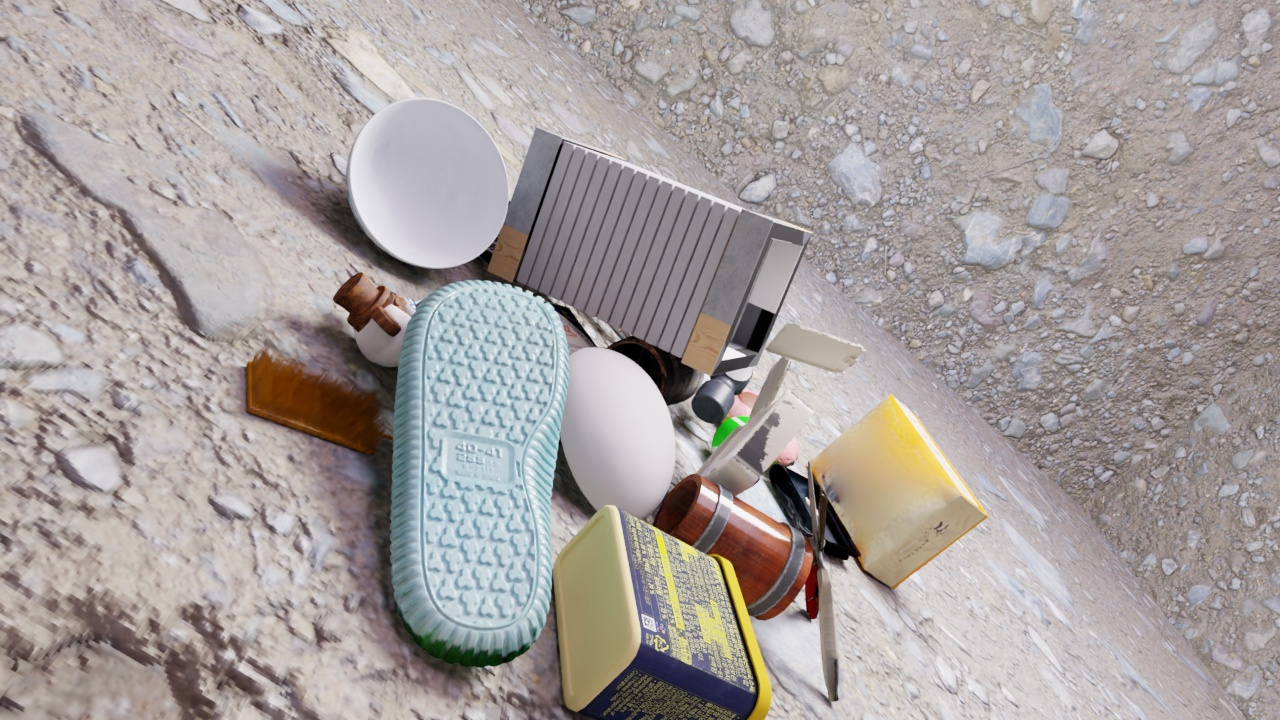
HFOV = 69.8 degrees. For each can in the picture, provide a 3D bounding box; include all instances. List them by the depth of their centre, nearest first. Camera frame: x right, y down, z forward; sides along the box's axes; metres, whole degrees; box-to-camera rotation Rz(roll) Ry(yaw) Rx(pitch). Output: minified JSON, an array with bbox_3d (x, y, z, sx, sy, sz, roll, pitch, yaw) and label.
[{"bbox_3d":[0.008,0.169,0.579,0.104,0.075,0.135,32,22,-25],"label":"can"}]

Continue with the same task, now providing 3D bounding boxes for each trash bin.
[{"bbox_3d":[0.010,-0.105,0.885,0.247,0.142,0.142,26,13,20],"label":"trash bin"}]

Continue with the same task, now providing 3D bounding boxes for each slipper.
[{"bbox_3d":[-0.103,0.060,0.570,0.116,0.070,0.275,17,47,-24],"label":"slipper"}]

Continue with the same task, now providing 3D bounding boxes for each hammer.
[{"bbox_3d":[-0.014,-0.064,1.027,0.322,0.040,0.129,35,49,4],"label":"hammer"}]

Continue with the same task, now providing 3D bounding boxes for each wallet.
[{"bbox_3d":[0.195,0.173,1.037,0.089,0.026,0.115,29,25,-41],"label":"wallet"}]

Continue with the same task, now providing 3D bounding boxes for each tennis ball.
[{"bbox_3d":[0.108,0.091,0.971,0.065,0.065,0.065,38,19,-16],"label":"tennis ball"}]

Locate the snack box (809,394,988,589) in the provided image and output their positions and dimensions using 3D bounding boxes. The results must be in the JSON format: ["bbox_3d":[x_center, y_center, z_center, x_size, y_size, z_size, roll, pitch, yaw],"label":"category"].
[{"bbox_3d":[0.302,0.153,1.121,0.080,0.145,0.195,36,20,-31],"label":"snack box"}]

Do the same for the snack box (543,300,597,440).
[{"bbox_3d":[-0.078,0.005,0.803,0.145,0.043,0.144,53,20,24],"label":"snack box"}]

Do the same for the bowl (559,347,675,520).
[{"bbox_3d":[-0.008,0.056,0.744,0.149,0.043,0.149,40,40,-46],"label":"bowl"}]

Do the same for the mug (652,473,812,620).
[{"bbox_3d":[0.068,0.148,0.767,0.111,0.081,0.117,35,-4,-14],"label":"mug"}]

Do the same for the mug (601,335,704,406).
[{"bbox_3d":[-0.005,0.006,0.928,0.116,0.080,0.107,20,12,19],"label":"mug"}]

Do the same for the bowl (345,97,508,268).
[{"bbox_3d":[-0.197,-0.150,0.807,0.144,0.143,0.074,32,-18,-32],"label":"bowl"}]

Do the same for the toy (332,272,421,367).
[{"bbox_3d":[-0.161,-0.018,0.648,0.112,0.067,0.087,49,-3,-29],"label":"toy"}]

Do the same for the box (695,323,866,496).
[{"bbox_3d":[0.106,0.045,0.833,0.080,0.180,0.144,43,-24,2],"label":"box"}]

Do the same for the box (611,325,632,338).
[{"bbox_3d":[-0.003,-0.051,1.075,0.067,0.057,0.187,-30,71,-38],"label":"box"}]

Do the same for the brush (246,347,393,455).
[{"bbox_3d":[-0.180,0.033,0.568,0.126,0.017,0.048,28,24,-39],"label":"brush"}]

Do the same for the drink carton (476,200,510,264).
[{"bbox_3d":[-0.183,-0.153,0.895,0.130,0.064,0.040,31,16,-32],"label":"drink carton"}]

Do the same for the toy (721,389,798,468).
[{"bbox_3d":[0.143,0.082,1.087,0.110,0.051,0.089,49,26,7],"label":"toy"}]

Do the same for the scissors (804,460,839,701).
[{"bbox_3d":[0.152,0.192,0.777,0.199,0.015,0.179,80,5,-62],"label":"scissors"}]

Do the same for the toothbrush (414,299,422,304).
[{"bbox_3d":[-0.161,-0.052,0.799,0.016,0.016,0.180,49,18,5],"label":"toothbrush"}]
